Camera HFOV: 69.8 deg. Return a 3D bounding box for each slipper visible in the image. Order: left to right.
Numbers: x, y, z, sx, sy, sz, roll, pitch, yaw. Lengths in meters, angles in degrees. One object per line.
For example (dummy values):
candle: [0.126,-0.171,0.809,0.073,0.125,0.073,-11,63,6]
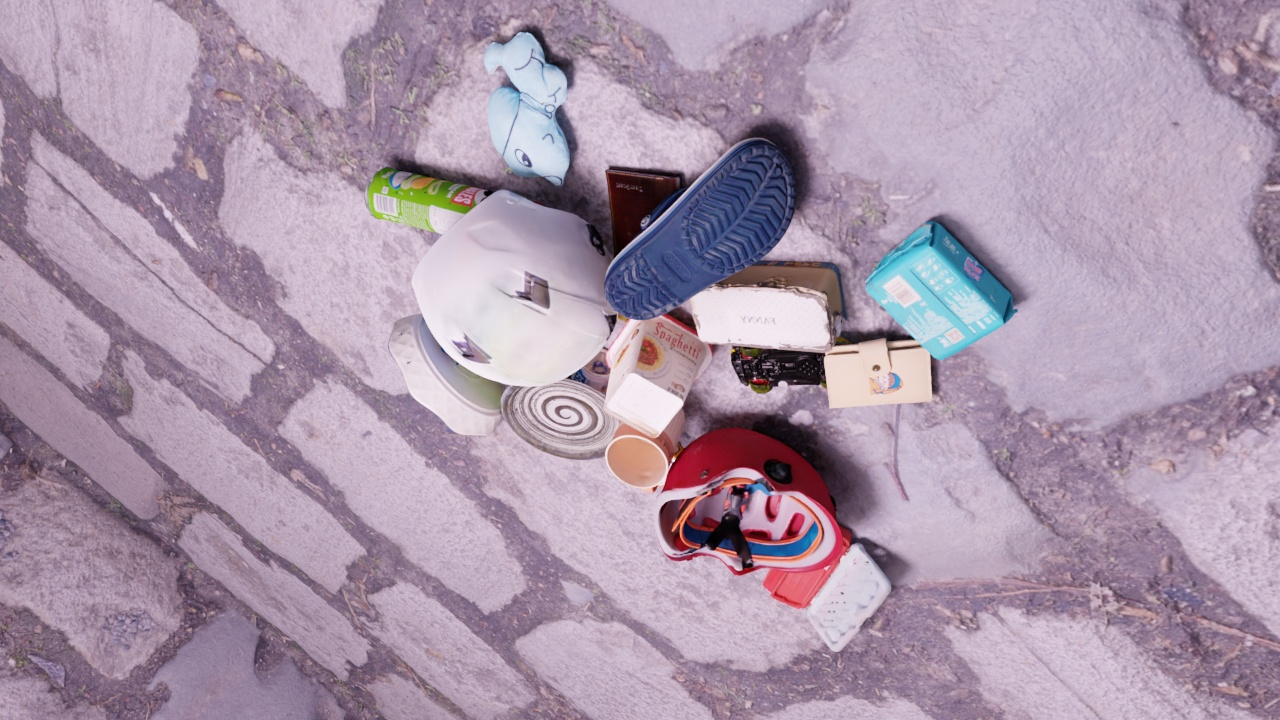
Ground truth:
slipper: [0.064,-0.138,0.991,0.105,0.095,0.253,39,118,-23]

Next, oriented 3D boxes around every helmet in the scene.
helmet: [-0.129,-0.057,1.075,0.229,0.145,0.258,-39,134,20]
helmet: [0.143,0.174,1.194,0.240,0.143,0.207,11,137,2]

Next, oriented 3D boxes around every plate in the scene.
plate: [-0.261,0.013,1.287,0.046,0.204,0.205,-37,105,17]
plate: [-0.104,0.075,1.266,0.179,0.024,0.180,8,139,7]

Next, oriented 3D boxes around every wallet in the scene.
wallet: [0.008,-0.161,1.060,0.096,0.020,0.122,11,125,25]
wallet: [0.266,0.014,1.028,0.115,0.024,0.087,-4,122,15]

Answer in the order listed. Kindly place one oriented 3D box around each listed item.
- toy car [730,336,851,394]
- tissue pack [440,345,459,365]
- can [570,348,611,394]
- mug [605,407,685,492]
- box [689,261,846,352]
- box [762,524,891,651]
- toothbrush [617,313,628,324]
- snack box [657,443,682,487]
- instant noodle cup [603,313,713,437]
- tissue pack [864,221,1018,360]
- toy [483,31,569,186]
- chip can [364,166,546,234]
toy car: [0.181,0.000,1.078,0.156,0.041,0.071,-2,129,23]
tissue pack: [-0.235,-0.081,1.240,0.095,0.052,0.157,-27,69,45]
can: [-0.075,0.041,1.278,0.053,0.053,0.135,32,138,5]
mug: [0.011,0.113,1.199,0.082,0.105,0.115,0,122,18]
box: [0.136,-0.063,1.041,0.184,0.062,0.090,9,131,30]
box: [0.262,0.313,1.301,0.161,0.058,0.202,39,140,20]
toothbrush: [-0.007,0.007,1.211,0.016,0.016,0.190,-5,119,13]
snack box: [0.012,0.116,1.310,0.075,0.026,0.154,-16,117,41]
instant noodle cup: [0.015,0.018,1.125,0.116,0.124,0.117,29,128,-9]
tissue pack: [0.304,-0.067,0.931,0.133,0.050,0.093,43,136,-8]
toy: [-0.128,-0.274,1.032,0.161,0.049,0.157,48,135,-6]
chip can: [-0.234,-0.190,1.160,0.236,0.072,0.072,16,135,22]
